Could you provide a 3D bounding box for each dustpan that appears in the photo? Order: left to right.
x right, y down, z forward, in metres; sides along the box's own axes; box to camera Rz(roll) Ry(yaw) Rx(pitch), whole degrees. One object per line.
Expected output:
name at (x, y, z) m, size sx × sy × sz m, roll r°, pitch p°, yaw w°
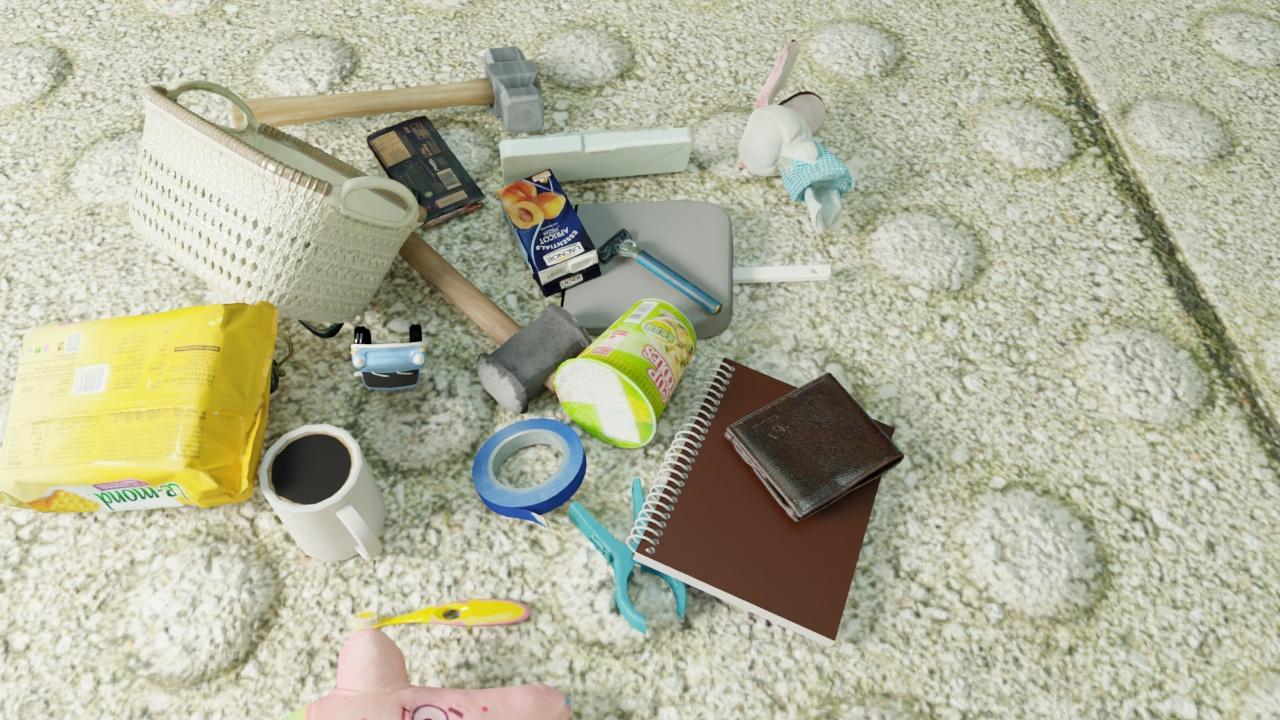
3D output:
dustpan at (0.056, -0.090, 0.901) m, size 0.258 × 0.033 × 0.162 m, roll -1°, pitch 54°, yaw 9°

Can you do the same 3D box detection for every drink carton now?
drink carton at (-0.091, -0.126, 0.904) m, size 0.064 × 0.040 × 0.130 m, roll -23°, pitch 55°, yaw -7°

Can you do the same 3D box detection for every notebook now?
notebook at (0.103, 0.104, 0.753) m, size 0.171 × 0.022 × 0.208 m, roll 23°, pitch 53°, yaw 7°

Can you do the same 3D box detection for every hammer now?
hammer at (-0.267, -0.280, 0.988) m, size 0.322 × 0.051 × 0.117 m, roll -10°, pitch 48°, yaw -15°
hammer at (-0.185, -0.079, 0.859) m, size 0.328 × 0.052 × 0.097 m, roll 41°, pitch 63°, yaw 20°

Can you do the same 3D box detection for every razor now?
razor at (0.019, -0.084, 0.867) m, size 0.144 × 0.022 × 0.042 m, roll 35°, pitch 68°, yaw 28°

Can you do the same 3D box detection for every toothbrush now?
toothbrush at (-0.152, 0.195, 0.700) m, size 0.135 × 0.016 × 0.021 m, roll -3°, pitch 50°, yaw -3°

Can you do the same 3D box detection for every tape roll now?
tape roll at (-0.092, 0.088, 0.764) m, size 0.091 × 0.016 × 0.092 m, roll 16°, pitch 53°, yaw 25°

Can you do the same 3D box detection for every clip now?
clip at (0.008, 0.151, 0.732) m, size 0.113 × 0.028 × 0.126 m, roll -13°, pitch 55°, yaw -8°

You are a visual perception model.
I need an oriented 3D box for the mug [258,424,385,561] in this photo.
mug at (-0.235, 0.113, 0.710) m, size 0.073 × 0.090 × 0.105 m, roll -38°, pitch 64°, yaw -24°

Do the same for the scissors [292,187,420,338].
scissors at (-0.309, -0.100, 0.900) m, size 0.201 × 0.015 × 0.203 m, roll -14°, pitch 58°, yaw -3°

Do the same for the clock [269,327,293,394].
clock at (-0.371, 0.005, 0.805) m, size 0.129 × 0.052 × 0.090 m, roll -27°, pitch 60°, yaw -18°

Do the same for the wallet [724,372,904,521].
wallet at (0.144, 0.068, 0.756) m, size 0.119 × 0.031 × 0.099 m, roll -24°, pitch 59°, yaw -25°

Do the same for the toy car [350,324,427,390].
toy car at (-0.210, -0.001, 0.770) m, size 0.056 × 0.153 × 0.055 m, roll -3°, pitch 91°, yaw -14°

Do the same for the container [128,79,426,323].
container at (-0.324, -0.137, 0.804) m, size 0.246 × 0.184 × 0.143 m, roll 30°, pitch 100°, yaw 26°

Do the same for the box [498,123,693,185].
box at (-0.050, -0.227, 0.968) m, size 0.197 × 0.075 × 0.125 m, roll -6°, pitch 36°, yaw -8°

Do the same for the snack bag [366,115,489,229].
snack bag at (-0.230, -0.203, 0.976) m, size 0.074 × 0.018 × 0.155 m, roll -26°, pitch 59°, yaw -18°

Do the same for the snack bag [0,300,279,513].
snack bag at (-0.393, 0.034, 0.714) m, size 0.248 × 0.068 × 0.159 m, roll -6°, pitch 69°, yaw 18°

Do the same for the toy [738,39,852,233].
toy at (0.159, -0.211, 0.965) m, size 0.106 × 0.131 × 0.205 m, roll -22°, pitch 62°, yaw 21°

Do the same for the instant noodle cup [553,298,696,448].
instant noodle cup at (-0.005, 0.005, 0.796) m, size 0.099 × 0.099 × 0.107 m, roll 26°, pitch 51°, yaw 16°

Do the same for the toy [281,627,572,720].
toy at (-0.155, 0.271, 0.603) m, size 0.236 × 0.097 × 0.192 m, roll -16°, pitch 65°, yaw -22°
